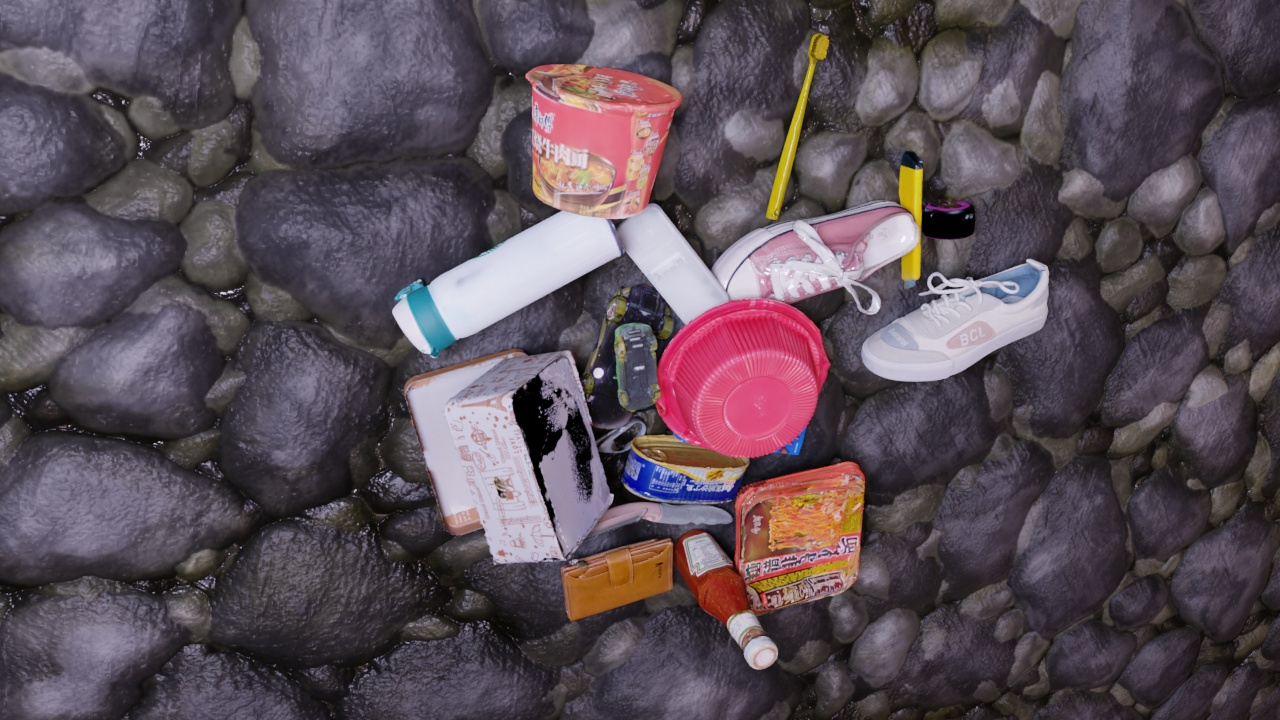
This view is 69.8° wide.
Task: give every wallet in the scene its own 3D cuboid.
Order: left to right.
[{"bbox_3d":[-0.027,0.248,1.068,0.130,0.035,0.119,-14,140,-12],"label":"wallet"}]

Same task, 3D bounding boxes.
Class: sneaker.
[{"bbox_3d":[0.190,-0.102,0.967,0.241,0.087,0.118,-19,117,-5],"label":"sneaker"},{"bbox_3d":[0.366,-0.052,1.047,0.242,0.089,0.091,-20,132,-14],"label":"sneaker"}]

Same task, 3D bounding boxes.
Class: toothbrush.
[{"bbox_3d":[0.161,-0.237,0.943,0.015,0.016,0.190,6,110,-20],"label":"toothbrush"}]

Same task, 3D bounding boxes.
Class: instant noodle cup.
[{"bbox_3d":[-0.037,-0.198,0.835,0.137,0.137,0.109,-1,121,-18],"label":"instant noodle cup"},{"bbox_3d":[0.114,0.032,0.963,0.193,0.065,0.194,-6,121,-10],"label":"instant noodle cup"},{"bbox_3d":[0.181,0.204,1.103,0.164,0.079,0.189,-10,117,-16],"label":"instant noodle cup"}]

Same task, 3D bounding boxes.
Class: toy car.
[{"bbox_3d":[-0.020,-0.004,0.966,0.070,0.042,0.158,20,96,-24],"label":"toy car"},{"bbox_3d":[-0.006,0.005,0.932,0.043,0.036,0.091,-10,108,-18],"label":"toy car"}]

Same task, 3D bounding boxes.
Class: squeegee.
[{"bbox_3d":[0.012,0.178,1.034,0.249,0.248,0.040,2,69,-40],"label":"squeegee"}]

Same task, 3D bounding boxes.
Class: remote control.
[{"bbox_3d":[0.033,-0.096,0.940,0.056,0.020,0.136,-33,109,22],"label":"remote control"}]

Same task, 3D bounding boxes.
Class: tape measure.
[{"bbox_3d":[0.340,-0.157,1.014,0.057,0.057,0.039,-3,110,4],"label":"tape measure"}]

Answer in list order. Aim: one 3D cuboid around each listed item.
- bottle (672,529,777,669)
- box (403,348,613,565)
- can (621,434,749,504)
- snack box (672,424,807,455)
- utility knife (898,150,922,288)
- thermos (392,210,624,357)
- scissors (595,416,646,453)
[{"bbox_3d":[0.095,0.266,1.030,0.059,0.206,0.060,-8,115,-17],"label":"bottle"},{"bbox_3d":[-0.146,0.091,0.916,0.181,0.153,0.182,-8,107,23],"label":"box"},{"bbox_3d":[0.050,0.122,1.026,0.148,0.074,0.049,6,111,-30],"label":"can"},{"bbox_3d":[0.121,0.058,1.048,0.157,0.026,0.084,8,104,-22],"label":"snack box"},{"bbox_3d":[0.301,-0.153,1.019,0.015,0.033,0.165,-17,120,-16],"label":"utility knife"},{"bbox_3d":[-0.130,-0.082,0.887,0.224,0.073,0.073,-29,118,-5],"label":"thermos"},{"bbox_3d":[-0.069,0.097,1.002,0.175,0.014,0.159,-4,108,-23],"label":"scissors"}]
